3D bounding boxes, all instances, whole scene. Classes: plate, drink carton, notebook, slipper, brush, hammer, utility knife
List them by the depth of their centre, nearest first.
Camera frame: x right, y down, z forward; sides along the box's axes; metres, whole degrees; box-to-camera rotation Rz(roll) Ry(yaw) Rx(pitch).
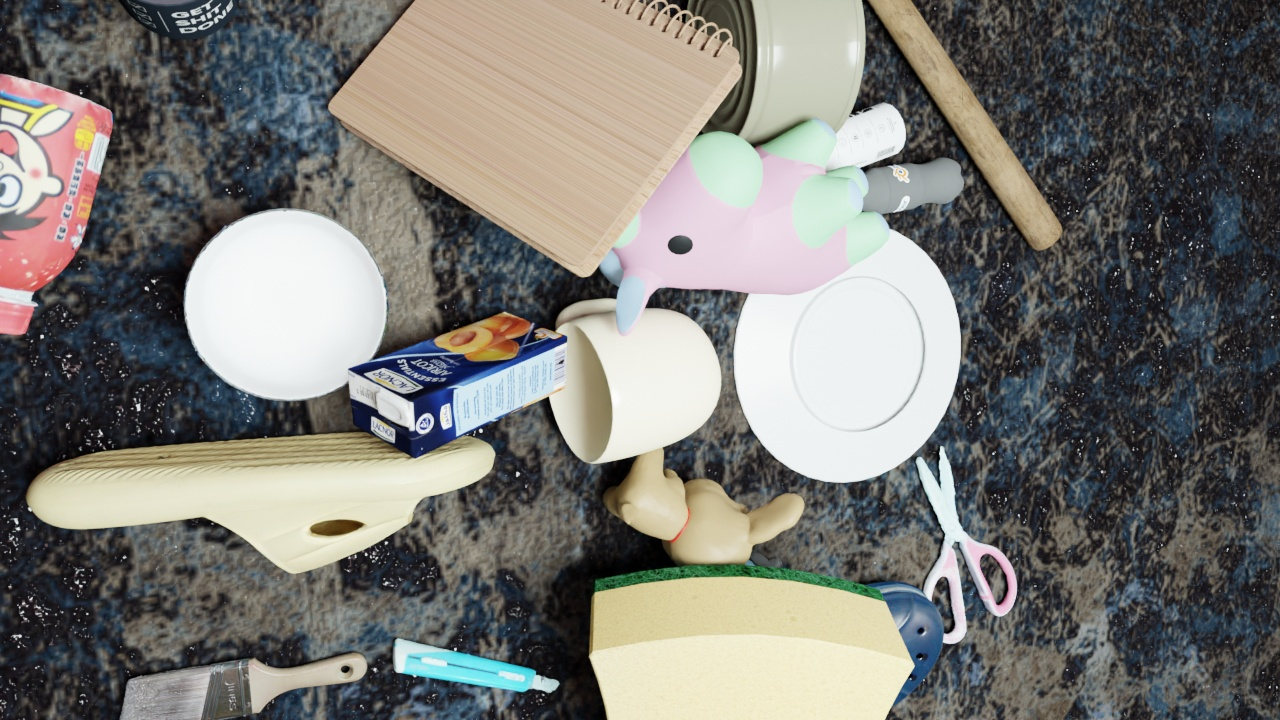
[{"bbox_3d":[-0.217,0.090,0.551,0.261,0.111,0.079,-2,93,-15],"label":"slipper"},{"bbox_3d":[-0.065,-0.169,0.557,0.210,0.022,0.169,33,81,21],"label":"notebook"},{"bbox_3d":[-0.112,0.012,0.573,0.129,0.064,0.040,-26,127,-45],"label":"drink carton"},{"bbox_3d":[-0.257,0.214,0.600,0.151,0.012,0.039,-4,96,-19],"label":"brush"},{"bbox_3d":[0.060,0.264,0.618,0.195,0.075,0.250,2,111,-2],"label":"brush"},{"bbox_3d":[-0.115,0.218,0.651,0.124,0.015,0.022,17,60,-22],"label":"utility knife"},{"bbox_3d":[0.128,0.253,0.700,0.252,0.095,0.105,-15,98,-14],"label":"slipper"},{"bbox_3d":[0.243,-0.213,0.724,0.129,0.040,0.322,-44,108,-6],"label":"hammer"},{"bbox_3d":[0.171,-0.005,0.728,0.208,0.015,0.208,-2,96,-19],"label":"plate"}]

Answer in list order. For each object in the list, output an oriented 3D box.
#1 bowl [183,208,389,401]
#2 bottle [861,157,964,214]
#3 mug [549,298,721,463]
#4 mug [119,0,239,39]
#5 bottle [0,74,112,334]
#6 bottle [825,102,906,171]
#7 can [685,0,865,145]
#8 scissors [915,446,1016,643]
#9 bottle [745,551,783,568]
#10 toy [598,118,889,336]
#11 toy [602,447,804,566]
[{"bbox_3d":[-0.214,-0.035,0.563,0.113,0.063,0.113,-2,97,-19],"label":"bowl"},{"bbox_3d":[0.198,-0.134,0.713,0.109,0.036,0.036,-12,99,-18],"label":"bottle"},{"bbox_3d":[-0.004,0.004,0.631,0.099,0.096,0.120,-11,59,-29],"label":"mug"},{"bbox_3d":[-0.252,-0.233,0.522,0.105,0.077,0.071,-23,102,-16],"label":"mug"},{"bbox_3d":[-0.345,-0.084,0.514,0.062,0.062,0.137,14,89,-20],"label":"bottle"},{"bbox_3d":[0.141,-0.158,0.689,0.116,0.041,0.041,-23,102,-16],"label":"bottle"},{"bbox_3d":[0.086,-0.209,0.618,0.073,0.128,0.128,-9,98,-17],"label":"can"},{"bbox_3d":[0.254,0.159,0.776,0.105,0.016,0.179,-32,105,-14],"label":"scissors"},{"bbox_3d":[0.055,0.189,0.693,0.130,0.040,0.040,-32,105,-14],"label":"bottle"},{"bbox_3d":[0.066,-0.086,0.618,0.171,0.222,0.120,-26,68,22],"label":"toy"},{"bbox_3d":[0.031,0.114,0.648,0.108,0.105,0.134,33,106,-10],"label":"toy"}]
